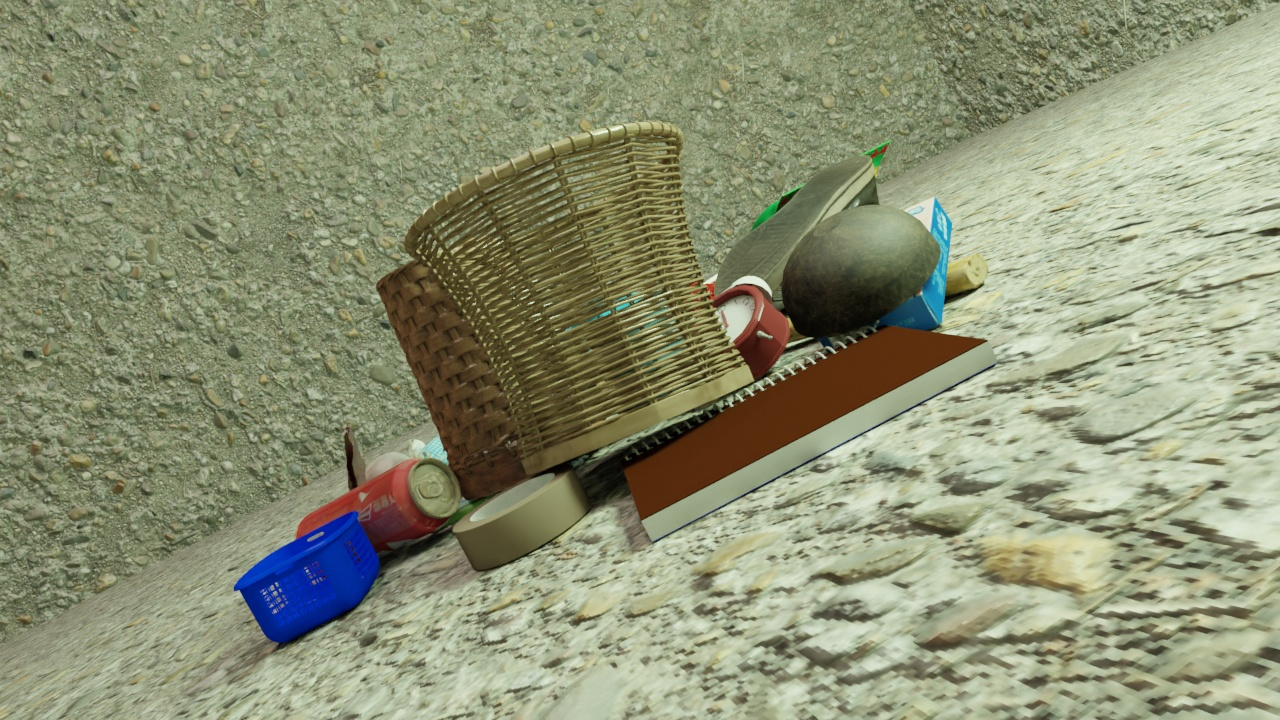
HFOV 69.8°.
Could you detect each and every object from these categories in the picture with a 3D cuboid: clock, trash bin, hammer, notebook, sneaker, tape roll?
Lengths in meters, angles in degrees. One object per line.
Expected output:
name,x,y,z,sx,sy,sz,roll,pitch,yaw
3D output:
clock,0.083,-0.028,0.814,0.087,0.044,0.124,-38,32,17
trash bin,-0.140,0.003,0.850,0.151,0.210,0.151,-25,3,1
hammer,0.160,-0.034,0.833,0.131,0.033,0.331,-29,6,-38
notebook,0.088,0.035,0.573,0.209,0.022,0.171,-27,7,-2
sneaker,0.176,-0.098,0.935,0.095,0.120,0.234,-1,37,51
tape roll,-0.082,0.108,0.640,0.094,0.030,0.093,-27,5,3

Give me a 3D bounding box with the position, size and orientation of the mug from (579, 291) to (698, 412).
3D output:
mug,-0.005,0.005,0.858,0.112,0.104,0.084,-26,5,31

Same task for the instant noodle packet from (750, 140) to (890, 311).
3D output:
instant noodle packet,0.191,-0.137,1.106,0.195,0.090,0.253,-30,-24,-32

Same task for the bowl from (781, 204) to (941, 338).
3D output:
bowl,0.152,-0.077,0.679,0.121,0.056,0.121,-32,21,14

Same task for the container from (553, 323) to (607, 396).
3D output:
container,-0.105,0.009,1.254,0.199,0.114,0.112,-20,4,41

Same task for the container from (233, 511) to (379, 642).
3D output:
container,-0.260,0.173,0.733,0.096,0.058,0.114,-28,5,-6

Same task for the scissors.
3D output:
scissors,-0.119,0.119,0.826,0.176,0.033,0.072,-28,1,24

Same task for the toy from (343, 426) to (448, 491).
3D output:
toy,-0.244,0.123,0.980,0.106,0.131,0.205,-42,-8,25

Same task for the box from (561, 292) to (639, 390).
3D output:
box,-0.090,0.024,1.026,0.228,0.074,0.180,-49,-3,36

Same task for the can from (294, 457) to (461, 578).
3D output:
can,-0.238,0.142,0.826,0.171,0.067,0.067,-29,4,30

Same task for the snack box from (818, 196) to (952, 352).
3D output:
snack box,0.194,-0.066,0.720,0.088,0.033,0.153,-23,25,34

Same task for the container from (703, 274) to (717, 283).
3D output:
container,0.099,-0.068,1.213,0.081,0.049,0.129,-57,-10,28

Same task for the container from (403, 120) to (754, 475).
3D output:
container,-0.037,-0.040,0.701,0.227,0.196,0.227,-23,-2,-1

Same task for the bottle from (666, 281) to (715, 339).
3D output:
bottle,0.066,-0.037,1.037,0.099,0.099,0.110,-22,14,44
